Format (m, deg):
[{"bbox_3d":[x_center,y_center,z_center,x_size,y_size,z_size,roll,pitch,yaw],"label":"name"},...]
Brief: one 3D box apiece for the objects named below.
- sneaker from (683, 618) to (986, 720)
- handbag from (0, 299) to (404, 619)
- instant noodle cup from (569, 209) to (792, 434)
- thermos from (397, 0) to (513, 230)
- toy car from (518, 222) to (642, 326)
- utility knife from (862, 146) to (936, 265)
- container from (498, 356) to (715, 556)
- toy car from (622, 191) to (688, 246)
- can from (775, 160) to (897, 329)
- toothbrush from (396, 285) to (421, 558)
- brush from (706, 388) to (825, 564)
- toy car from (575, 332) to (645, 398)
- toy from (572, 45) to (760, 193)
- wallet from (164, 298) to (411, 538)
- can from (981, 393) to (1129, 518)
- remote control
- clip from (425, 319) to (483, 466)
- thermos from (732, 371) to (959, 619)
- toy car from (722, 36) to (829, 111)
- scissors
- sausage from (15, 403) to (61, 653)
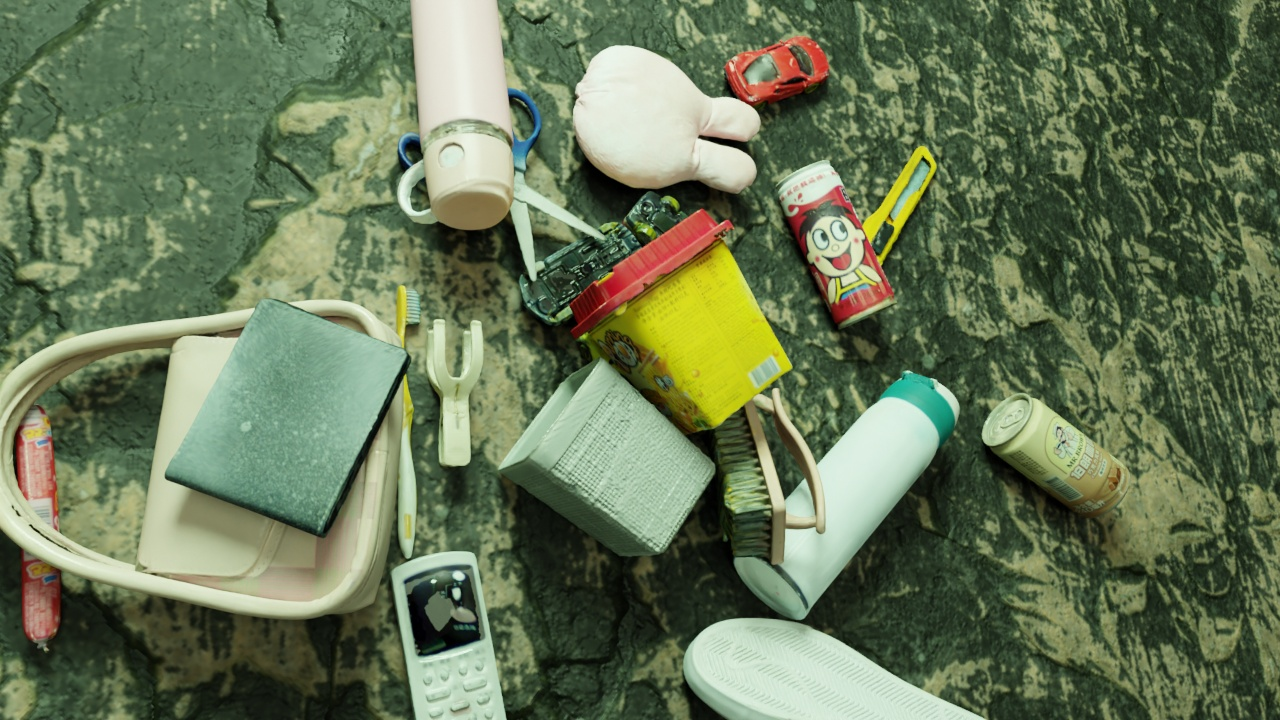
[{"bbox_3d":[0.141,0.266,0.660,0.242,0.091,0.089,22,38,5],"label":"sneaker"},{"bbox_3d":[-0.267,0.056,0.558,0.234,0.093,0.193,5,74,-14],"label":"handbag"},{"bbox_3d":[0.030,-0.020,0.636,0.115,0.116,0.123,-36,93,-20],"label":"instant noodle cup"},{"bbox_3d":[-0.138,-0.190,0.665,0.087,0.067,0.198,-13,70,15],"label":"thermos"},{"bbox_3d":[-0.045,-0.064,0.694,0.105,0.031,0.049,-33,86,-22],"label":"toy car"},{"bbox_3d":[0.228,-0.136,0.822,0.033,0.015,0.153,39,67,-10],"label":"utility knife"},{"bbox_3d":[-0.021,0.073,0.638,0.114,0.090,0.090,40,67,-10],"label":"container"},{"bbox_3d":[0.029,-0.092,0.727,0.090,0.035,0.042,40,68,-7],"label":"toy car"},{"bbox_3d":[0.162,-0.097,0.767,0.053,0.053,0.132,-21,84,-24],"label":"can"},{"bbox_3d":[-0.160,0.040,0.635,0.018,0.016,0.191,3,75,-29],"label":"toothbrush"},{"bbox_3d":[0.087,0.073,0.668,0.073,0.063,0.145,-8,40,-1],"label":"brush"},{"bbox_3d":[-0.004,0.004,0.692,0.048,0.032,0.105,-38,89,-24],"label":"toy car"},{"bbox_3d":[0.022,-0.188,0.739,0.159,0.054,0.121,15,70,-18],"label":"toy"},{"bbox_3d":[-0.201,0.030,0.531,0.097,0.019,0.120,21,71,0],"label":"wallet"},{"bbox_3d":[0.357,0.082,0.790,0.116,0.059,0.058,35,67,-8],"label":"can"},{"bbox_3d":[-0.124,0.202,0.603,0.058,0.021,0.150,-9,81,-22],"label":"remote control"},{"bbox_3d":[-0.126,0.017,0.625,0.034,0.084,0.104,3,64,-20],"label":"clip"},{"bbox_3d":[0.169,0.098,0.714,0.223,0.073,0.073,-42,93,-24],"label":"thermos"},{"bbox_3d":[0.124,-0.256,0.807,0.106,0.031,0.049,-24,86,-26],"label":"toy car"},{"bbox_3d":[-0.102,-0.139,0.690,0.162,0.012,0.174,10,64,-9],"label":"scissors"},{"bbox_3d":[-0.358,0.094,0.546,0.020,0.020,0.155,-6,78,-21],"label":"sausage"}]
